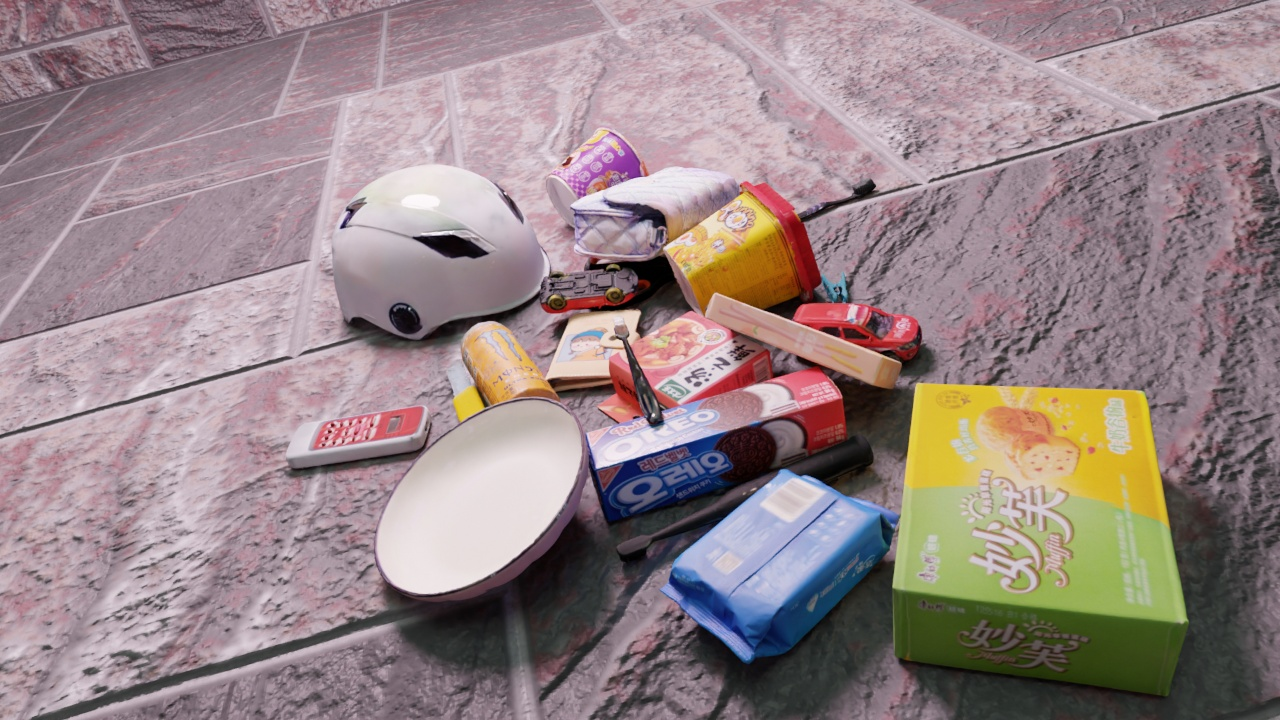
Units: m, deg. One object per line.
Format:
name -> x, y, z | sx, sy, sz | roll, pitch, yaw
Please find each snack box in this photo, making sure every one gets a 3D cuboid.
snack box -> 0.036, 0.016, 0.831 | 0.126, 0.044, 0.113 | -31, 38, -24
snack box -> 0.060, 0.067, 0.741 | 0.207, 0.058, 0.057 | -16, 32, -4
snack box -> 0.141, -0.017, 0.792 | 0.157, 0.026, 0.084 | 23, 6, 25
snack box -> 0.256, 0.104, 0.609 | 0.158, 0.070, 0.209 | 2, 37, 20

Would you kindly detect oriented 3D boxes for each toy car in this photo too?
toy car -> -0.054, -0.074, 0.976 | 0.106, 0.031, 0.049 | -8, 44, 4
toy car -> 0.195, -0.026, 0.840 | 0.121, 0.045, 0.052 | 6, 40, 22

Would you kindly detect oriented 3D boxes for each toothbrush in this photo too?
toothbrush -> 0.198, -0.176, 1.079 | 0.188, 0.017, 0.014 | -24, 36, -13
toothbrush -> -0.005, 0.005, 0.801 | 0.015, 0.018, 0.181 | -15, 30, -4
toothbrush -> 0.081, 0.108, 0.704 | 0.212, 0.027, 0.026 | -22, 50, -10

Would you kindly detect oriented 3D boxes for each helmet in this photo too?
helmet -> -0.243, -0.147, 1.069 | 0.259, 0.146, 0.228 | 7, 40, 27

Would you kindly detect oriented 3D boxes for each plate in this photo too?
plate -> -0.119, 0.112, 0.724 | 0.193, 0.039, 0.192 | -21, 37, 17

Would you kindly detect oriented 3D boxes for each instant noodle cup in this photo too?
instant noodle cup -> -0.058, -0.224, 1.160 | 0.099, 0.112, 0.111 | -36, 40, -20
instant noodle cup -> 0.100, -0.100, 0.929 | 0.123, 0.116, 0.116 | -29, 36, -1

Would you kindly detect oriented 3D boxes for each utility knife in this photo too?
utility knife -> -0.153, 0.056, 0.862 | 0.033, 0.015, 0.206 | -22, 38, -11

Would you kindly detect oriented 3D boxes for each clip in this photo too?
clip -> 0.199, -0.073, 0.933 | 0.040, 0.014, 0.056 | -8, 33, 9

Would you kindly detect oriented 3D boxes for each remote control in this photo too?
remote control -> -0.269, 0.072, 0.876 | 0.136, 0.020, 0.055 | -8, 35, 6

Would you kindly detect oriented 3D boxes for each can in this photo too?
can -> -0.126, 0.018, 0.872 | 0.058, 0.058, 0.146 | -23, 36, -15

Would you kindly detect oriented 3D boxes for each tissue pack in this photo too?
tissue pack -> 0.096, 0.138, 0.631 | 0.156, 0.052, 0.095 | -34, 37, -28

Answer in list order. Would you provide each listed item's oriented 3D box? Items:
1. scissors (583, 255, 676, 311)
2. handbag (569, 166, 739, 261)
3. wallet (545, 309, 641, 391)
scissors -> 0.045, -0.091, 1.012 | 0.234, 0.022, 0.162 | 9, 46, 21
handbag -> 0.016, -0.170, 1.043 | 0.134, 0.076, 0.193 | 9, 26, 28
wallet -> -0.043, -0.012, 0.920 | 0.087, 0.024, 0.114 | -7, 33, 17
